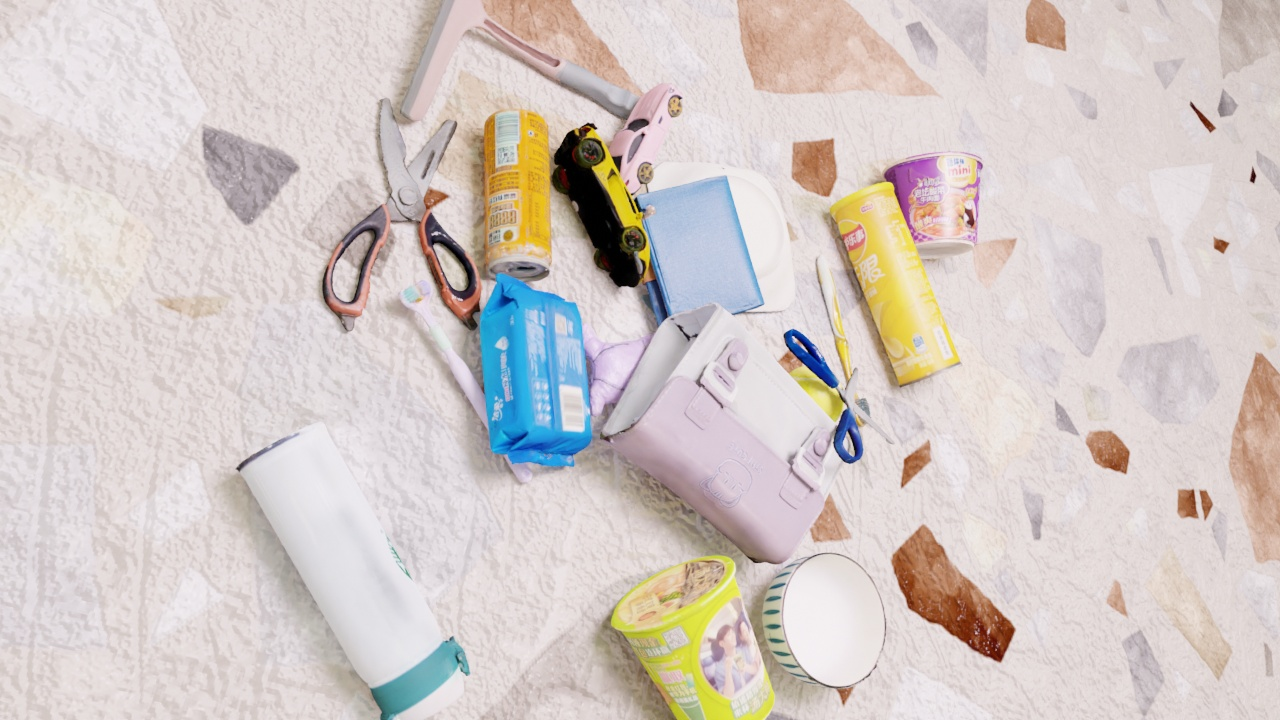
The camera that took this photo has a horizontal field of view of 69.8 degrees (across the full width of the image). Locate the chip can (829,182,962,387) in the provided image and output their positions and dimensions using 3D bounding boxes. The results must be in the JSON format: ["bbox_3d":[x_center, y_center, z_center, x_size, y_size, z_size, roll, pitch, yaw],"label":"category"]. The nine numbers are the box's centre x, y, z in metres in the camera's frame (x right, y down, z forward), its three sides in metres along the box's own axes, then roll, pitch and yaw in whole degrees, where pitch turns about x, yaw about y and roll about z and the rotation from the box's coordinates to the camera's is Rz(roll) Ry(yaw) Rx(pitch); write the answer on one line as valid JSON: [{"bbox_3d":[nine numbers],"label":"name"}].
[{"bbox_3d":[0.276,-0.082,0.989,0.071,0.072,0.213,-17,83,-31],"label":"chip can"}]

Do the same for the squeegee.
[{"bbox_3d":[-0.080,-0.284,0.879,0.249,0.040,0.247,24,77,-27],"label":"squeegee"}]

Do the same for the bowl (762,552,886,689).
[{"bbox_3d":[0.157,0.236,0.832,0.116,0.066,0.116,9,70,-26],"label":"bowl"}]

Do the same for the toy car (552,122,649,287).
[{"bbox_3d":[-0.033,-0.140,0.842,0.041,0.071,0.156,-26,90,-28],"label":"toy car"}]

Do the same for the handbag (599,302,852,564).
[{"bbox_3d":[0.080,0.066,0.797,0.197,0.099,0.144,43,64,-21],"label":"handbag"}]

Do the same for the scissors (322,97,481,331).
[{"bbox_3d":[-0.199,-0.117,0.779,0.188,0.015,0.227,-32,90,-32],"label":"scissors"}]

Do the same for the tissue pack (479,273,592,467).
[{"bbox_3d":[-0.088,0.011,0.764,0.094,0.052,0.157,13,67,-56],"label":"tissue pack"}]

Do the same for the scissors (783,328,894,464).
[{"bbox_3d":[0.188,0.038,0.849,0.173,0.012,0.162,41,31,-26],"label":"scissors"}]

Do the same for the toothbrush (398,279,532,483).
[{"bbox_3d":[-0.139,0.020,0.757,0.029,0.021,0.189,-34,99,-26],"label":"toothbrush"}]

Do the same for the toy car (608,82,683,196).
[{"bbox_3d":[-0.002,-0.211,0.875,0.037,0.056,0.122,29,82,-36],"label":"toy car"}]

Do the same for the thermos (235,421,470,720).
[{"bbox_3d":[-0.202,0.156,0.663,0.073,0.073,0.224,-30,91,-32],"label":"thermos"}]

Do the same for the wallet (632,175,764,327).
[{"bbox_3d":[0.050,-0.099,0.865,0.106,0.040,0.133,-16,86,-9],"label":"wallet"}]

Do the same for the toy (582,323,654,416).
[{"bbox_3d":[-0.005,0.005,0.830,0.107,0.039,0.084,-5,82,-30],"label":"toy"}]

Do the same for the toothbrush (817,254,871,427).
[{"bbox_3d":[0.215,-0.024,0.970,0.016,0.018,0.191,-4,77,-31],"label":"toothbrush"}]

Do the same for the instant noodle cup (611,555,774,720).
[{"bbox_3d":[0.050,0.243,0.755,0.111,0.112,0.123,-28,97,-32],"label":"instant noodle cup"}]

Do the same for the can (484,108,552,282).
[{"bbox_3d":[-0.108,-0.145,0.810,0.058,0.058,0.146,5,73,-27],"label":"can"}]

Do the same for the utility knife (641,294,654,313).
[{"bbox_3d":[0.076,0.020,0.885,0.223,0.013,0.029,48,60,-7],"label":"utility knife"}]

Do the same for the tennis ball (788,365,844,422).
[{"bbox_3d":[0.167,0.037,0.898,0.065,0.066,0.065,9,71,-26],"label":"tennis ball"}]

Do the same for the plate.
[{"bbox_3d":[0.092,-0.129,0.928,0.164,0.034,0.163,-3,76,-29],"label":"plate"}]

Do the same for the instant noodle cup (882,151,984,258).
[{"bbox_3d":[0.331,-0.170,1.031,0.111,0.112,0.099,3,81,-28],"label":"instant noodle cup"}]
